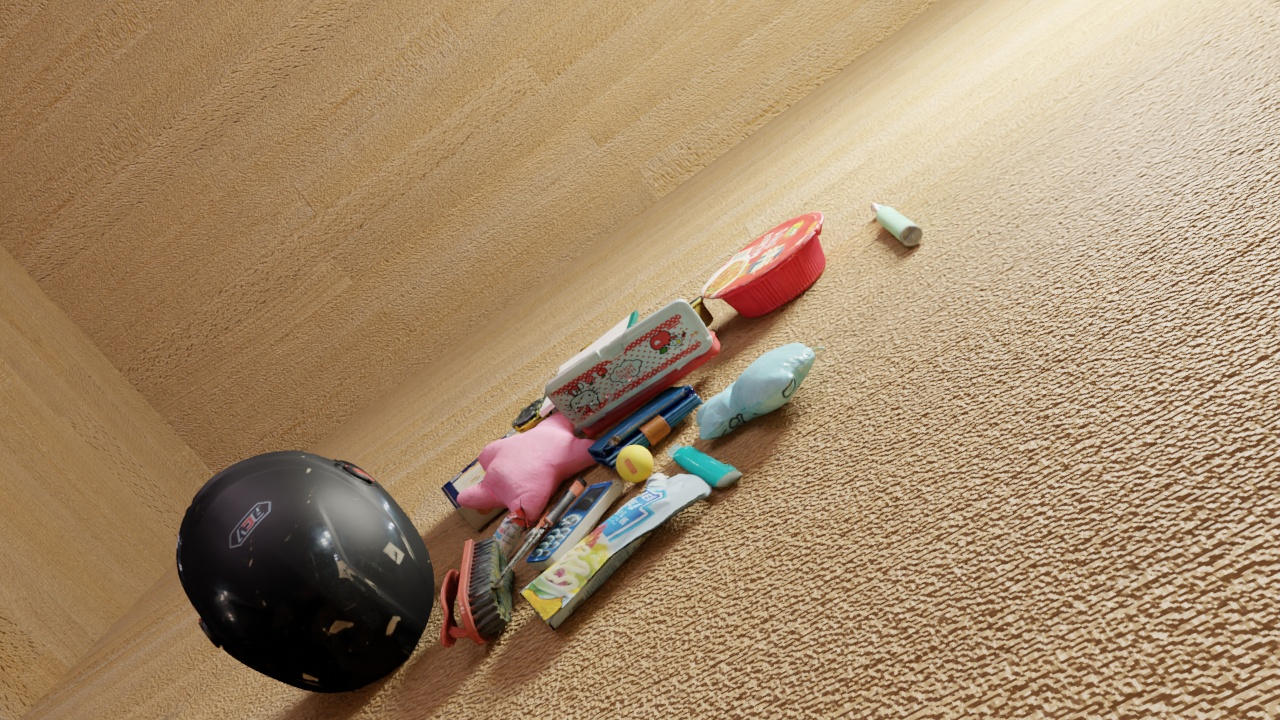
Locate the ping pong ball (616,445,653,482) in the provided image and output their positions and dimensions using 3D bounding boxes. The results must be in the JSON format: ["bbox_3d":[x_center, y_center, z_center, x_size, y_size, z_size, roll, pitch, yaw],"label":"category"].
[{"bbox_3d":[-0.006,0.111,0.986,0.040,0.040,0.040,-35,14,10],"label":"ping pong ball"}]

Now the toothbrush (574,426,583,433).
[{"bbox_3d":[-0.015,0.045,1.273,0.189,0.029,0.021,-36,54,7],"label":"toothbrush"}]

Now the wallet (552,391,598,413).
[{"bbox_3d":[-0.099,0.062,1.429,0.096,0.020,0.122,-37,11,2],"label":"wallet"}]

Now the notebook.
[{"bbox_3d":[-0.068,-0.002,1.274,0.150,0.012,0.209,-38,10,13],"label":"notebook"}]

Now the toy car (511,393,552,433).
[{"bbox_3d":[-0.145,0.076,1.265,0.048,0.032,0.105,-32,8,11],"label":"toy car"}]

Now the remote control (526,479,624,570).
[{"bbox_3d":[-0.068,0.173,0.968,0.049,0.024,0.124,-18,24,53],"label":"remote control"}]

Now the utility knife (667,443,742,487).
[{"bbox_3d":[0.059,0.102,0.911,0.029,0.013,0.180,-36,14,-10],"label":"utility knife"}]

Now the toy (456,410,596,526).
[{"bbox_3d":[-0.140,0.128,1.158,0.179,0.075,0.194,11,43,40],"label":"toy"}]

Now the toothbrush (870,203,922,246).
[{"bbox_3d":[0.319,-0.179,1.168,0.027,0.026,0.224,4,18,1],"label":"toothbrush"}]

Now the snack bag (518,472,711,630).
[{"bbox_3d":[-0.025,0.169,0.856,0.190,0.039,0.110,-40,4,-15],"label":"snack bag"}]

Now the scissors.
[{"bbox_3d":[-0.115,0.189,0.964,0.206,0.015,0.192,-47,-1,-32],"label":"scissors"}]

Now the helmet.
[{"bbox_3d":[-0.357,0.230,1.002,0.230,0.275,0.233,22,66,43],"label":"helmet"}]

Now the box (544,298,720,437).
[{"bbox_3d":[-0.002,0.016,1.105,0.201,0.073,0.154,-33,-26,9],"label":"box"}]

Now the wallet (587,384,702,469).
[{"bbox_3d":[0.004,0.077,1.079,0.133,0.040,0.106,-37,7,-13],"label":"wallet"}]

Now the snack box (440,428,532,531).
[{"bbox_3d":[-0.188,0.151,1.293,0.177,0.046,0.183,-39,14,-13],"label":"snack box"}]

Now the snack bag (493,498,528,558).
[{"bbox_3d":[-0.157,0.208,1.035,0.104,0.026,0.048,-55,14,-1],"label":"snack bag"}]

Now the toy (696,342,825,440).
[{"bbox_3d":[0.119,0.029,0.933,0.156,0.050,0.161,-42,5,8],"label":"toy"}]

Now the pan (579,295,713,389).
[{"bbox_3d":[-0.019,-0.021,1.359,0.197,0.078,0.358,-35,2,-20],"label":"pan"}]

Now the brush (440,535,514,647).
[{"bbox_3d":[-0.167,0.238,0.922,0.069,0.063,0.145,-25,16,0],"label":"brush"}]

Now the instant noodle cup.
[{"bbox_3d":[0.178,-0.120,1.242,0.194,0.066,0.193,-34,15,10],"label":"instant noodle cup"}]
